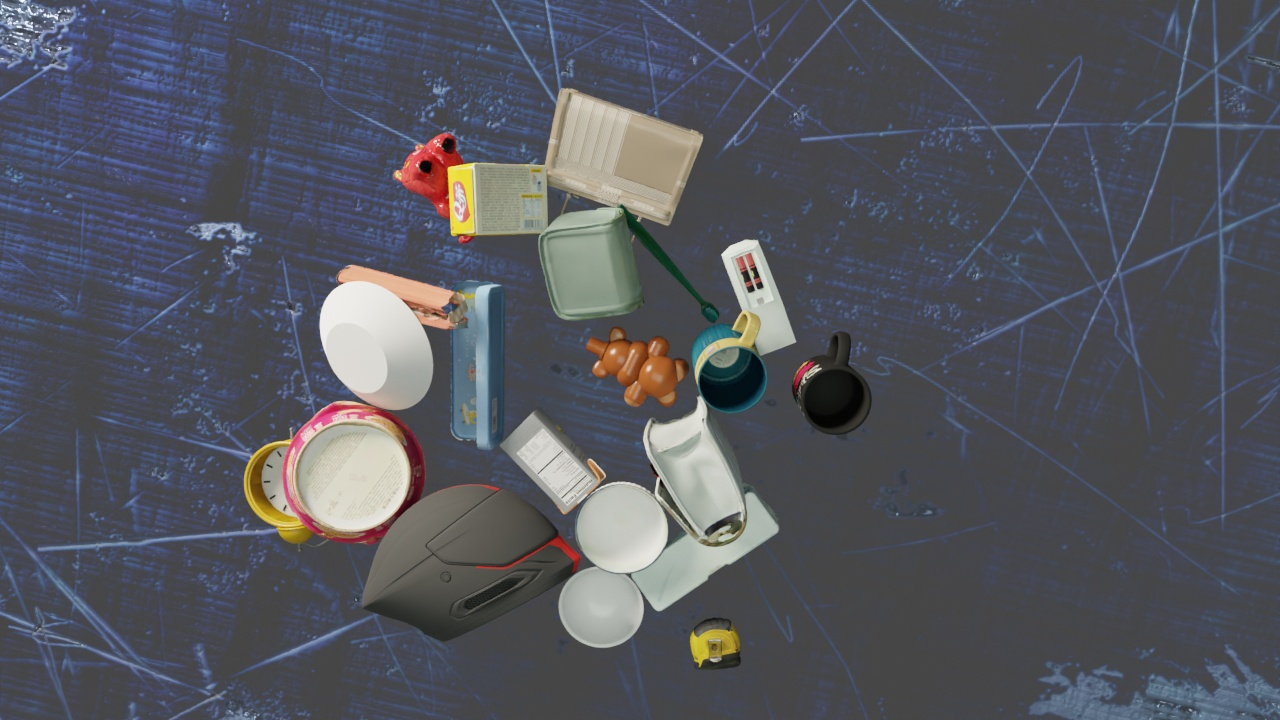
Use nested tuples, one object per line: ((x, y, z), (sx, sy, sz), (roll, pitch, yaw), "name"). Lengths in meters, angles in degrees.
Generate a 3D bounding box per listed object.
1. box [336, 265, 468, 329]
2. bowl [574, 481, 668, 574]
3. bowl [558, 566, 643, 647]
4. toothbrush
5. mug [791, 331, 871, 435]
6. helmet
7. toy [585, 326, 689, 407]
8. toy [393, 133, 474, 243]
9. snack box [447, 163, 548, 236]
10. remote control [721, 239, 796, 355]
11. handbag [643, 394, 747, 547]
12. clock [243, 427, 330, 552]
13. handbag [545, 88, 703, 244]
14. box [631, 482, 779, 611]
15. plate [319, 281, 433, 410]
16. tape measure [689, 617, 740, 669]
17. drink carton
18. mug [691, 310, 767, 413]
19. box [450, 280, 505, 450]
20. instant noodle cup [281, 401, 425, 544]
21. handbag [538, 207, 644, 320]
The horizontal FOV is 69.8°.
((-0.296, -0.066, 1.135), (0.188, 0.058, 0.062), (16, 132, 22), "box")
((-0.022, 0.208, 1.177), (0.118, 0.062, 0.118), (1, 99, 4), "bowl")
((-0.050, 0.316, 1.206), (0.110, 0.040, 0.110), (1, 99, 3), "bowl")
((0.034, -0.117, 1.129), (0.016, 0.017, 0.190), (-37, 107, 22), "toothbrush")
((0.234, 0.023, 1.116), (0.082, 0.098, 0.118), (10, 99, 2), "mug")
((-0.225, 0.243, 1.144), (0.264, 0.164, 0.170), (-28, 84, -3), "helmet")
((-0.007, 0.007, 1.155), (0.128, 0.065, 0.095), (25, 91, 8), "toy")
((-0.242, -0.211, 1.138), (0.087, 0.094, 0.133), (-46, 123, -31), "toy")
((-0.170, -0.192, 1.099), (0.061, 0.105, 0.083), (9, 103, 48), "snack box")
((0.147, -0.079, 1.143), (0.049, 0.024, 0.143), (-21, 97, 6), "remote control")
((0.067, 0.130, 1.094), (0.096, 0.198, 0.142), (-25, 94, 4), "handbag")
((-0.449, 0.172, 1.204), (0.113, 0.052, 0.152), (-34, 91, 7), "clock")
((-0.038, -0.208, 1.125), (0.175, 0.062, 0.198), (18, 107, -2), "handbag")
((0.082, 0.241, 1.185), (0.199, 0.066, 0.083), (-38, 114, 9), "box")
((-0.341, -0.010, 1.139), (0.174, 0.036, 0.174), (11, 117, 22), "plate")
((0.098, 0.373, 1.208), (0.065, 0.037, 0.064), (-4, 99, 4), "tape measure")
((-0.113, 0.128, 1.177), (0.076, 0.048, 0.125), (-43, 94, 8), "drink carton")
((0.112, -0.007, 1.107), (0.083, 0.107, 0.114), (22, 107, -8), "mug")
((-0.210, 0.006, 1.153), (0.078, 0.074, 0.209), (3, 99, 7), "box")
((-0.358, 0.143, 1.149), (0.178, 0.078, 0.178), (1, 86, -15), "instant noodle cup")
((-0.057, -0.116, 1.111), (0.106, 0.067, 0.122), (-4, 116, 16), "handbag")
